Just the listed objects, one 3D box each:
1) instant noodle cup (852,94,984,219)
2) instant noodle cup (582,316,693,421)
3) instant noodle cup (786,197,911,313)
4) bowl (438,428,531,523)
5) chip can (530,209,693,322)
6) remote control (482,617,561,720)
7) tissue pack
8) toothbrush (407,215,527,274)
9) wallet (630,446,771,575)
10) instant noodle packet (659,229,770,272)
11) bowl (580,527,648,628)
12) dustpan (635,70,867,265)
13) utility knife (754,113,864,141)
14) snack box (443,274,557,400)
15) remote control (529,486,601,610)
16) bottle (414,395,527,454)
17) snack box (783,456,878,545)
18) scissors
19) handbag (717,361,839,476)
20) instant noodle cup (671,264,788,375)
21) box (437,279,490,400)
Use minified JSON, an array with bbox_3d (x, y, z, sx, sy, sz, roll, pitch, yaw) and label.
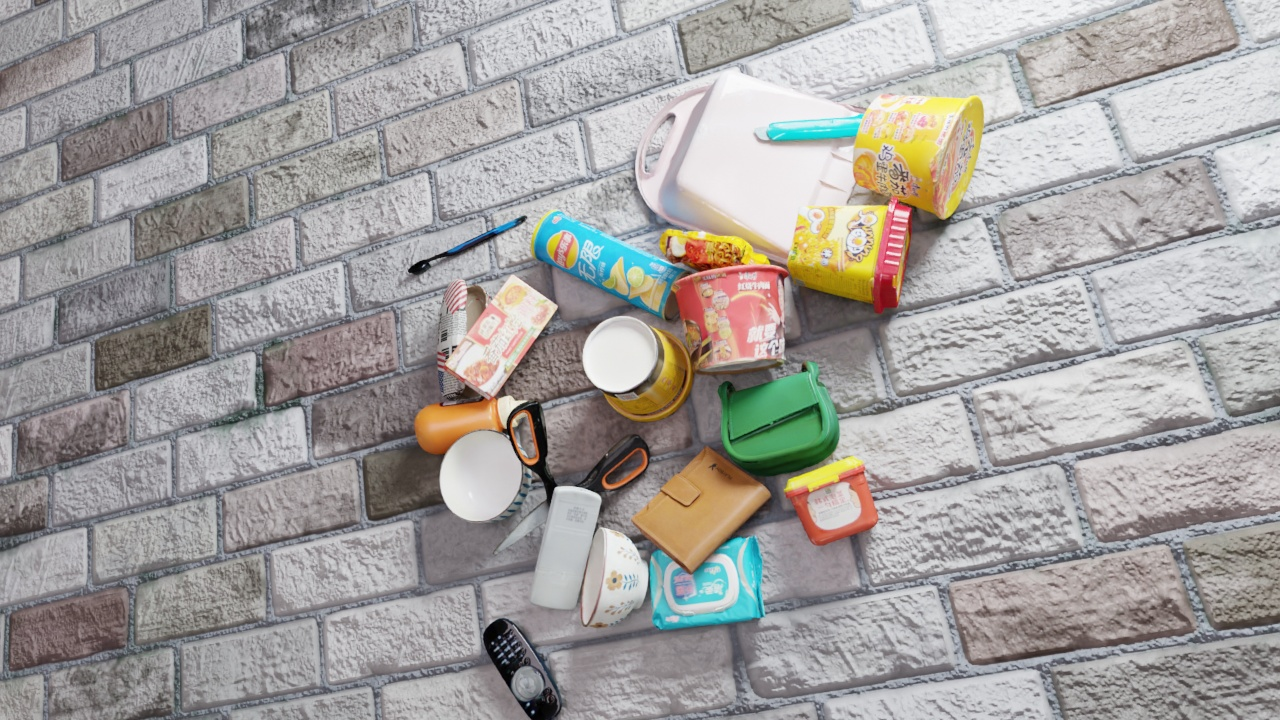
[{"bbox_3d":[0.316,-0.243,1.055,0.110,0.138,0.138,21,83,30],"label":"instant noodle cup"},{"bbox_3d":[-0.007,0.006,1.105,0.119,0.114,0.118,-4,75,17],"label":"instant noodle cup"},{"bbox_3d":[0.240,-0.124,1.053,0.124,0.116,0.116,10,79,20],"label":"instant noodle cup"},{"bbox_3d":[-0.187,0.148,1.154,0.117,0.066,0.116,-5,75,18],"label":"bowl"},{"bbox_3d":[-0.038,-0.122,1.172,0.210,0.071,0.071,28,86,22],"label":"chip can"},{"bbox_3d":[-0.140,0.372,1.103,0.053,0.024,0.136,-40,69,3],"label":"remote control"},{"bbox_3d":[0.077,0.254,1.047,0.134,0.050,0.093,-12,71,15],"label":"tissue pack"},{"bbox_3d":[-0.242,-0.161,1.284,0.190,0.016,0.014,-23,61,9],"label":"toothbrush"},{"bbox_3d":[0.068,0.170,1.055,0.131,0.031,0.108,-40,47,-16],"label":"wallet"},{"bbox_3d":[0.091,-0.124,1.098,0.111,0.128,0.044,14,92,23],"label":"instant noodle packet"},{"bbox_3d":[-0.027,0.254,1.062,0.062,0.114,0.113,12,78,-12],"label":"bowl"},{"bbox_3d":[0.137,-0.252,1.182,0.273,0.139,0.222,26,83,-6],"label":"dustpan"},{"bbox_3d":[0.220,-0.284,1.119,0.166,0.013,0.029,-5,84,-6],"label":"utility knife"},{"bbox_3d":[-0.179,-0.030,1.181,0.075,0.025,0.152,35,69,-5],"label":"snack box"},{"bbox_3d":[-0.090,0.224,1.096,0.058,0.021,0.150,13,97,-12],"label":"remote control"},{"bbox_3d":[-0.214,0.077,1.188,0.149,0.067,0.066,-14,72,7],"label":"bottle"},{"bbox_3d":[0.213,0.156,1.013,0.091,0.082,0.080,-22,80,13],"label":"snack box"},{"bbox_3d":[-0.090,0.150,1.109,0.220,0.022,0.234,-21,100,-9],"label":"scissors"},{"bbox_3d":[0.160,0.067,1.064,0.131,0.068,0.120,-15,64,15],"label":"handbag"},{"bbox_3d":[0.111,-0.043,1.073,0.138,0.138,0.108,-9,81,16],"label":"instant noodle cup"},{"bbox_3d":[-0.245,-0.028,1.212,0.075,0.082,0.163,-6,77,23],"label":"box"}]
